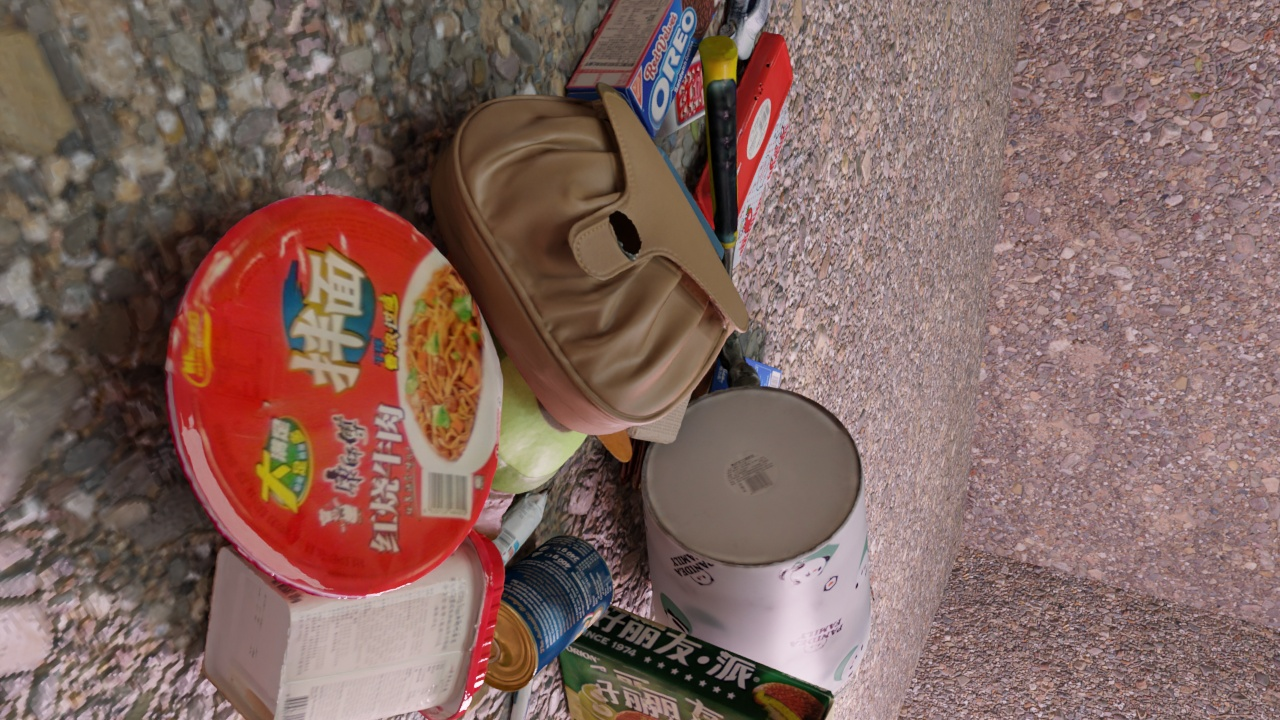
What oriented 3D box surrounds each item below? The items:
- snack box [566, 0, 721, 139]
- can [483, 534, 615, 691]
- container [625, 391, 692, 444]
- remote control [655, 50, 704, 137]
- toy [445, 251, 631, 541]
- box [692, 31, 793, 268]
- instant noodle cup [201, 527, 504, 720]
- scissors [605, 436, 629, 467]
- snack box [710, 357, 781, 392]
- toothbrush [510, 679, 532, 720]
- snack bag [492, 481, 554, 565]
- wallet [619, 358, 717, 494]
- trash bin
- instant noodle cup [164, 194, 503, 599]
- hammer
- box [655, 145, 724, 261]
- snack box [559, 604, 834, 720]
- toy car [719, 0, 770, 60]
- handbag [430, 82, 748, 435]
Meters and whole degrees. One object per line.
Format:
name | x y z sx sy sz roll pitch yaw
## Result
snack box | 0.014 -0.264 0.710 0.207 0.058 0.057 -66 147 -22
can | -0.078 0.187 0.696 0.110 0.075 0.075 -28 124 -56
container | -0.004 0.004 0.751 0.089 0.090 0.111 20 86 -63
remote control | 0.044 -0.241 0.814 0.135 0.020 0.056 -43 137 -48
toy | -0.068 0.009 0.620 0.246 0.090 0.227 -55 138 -20
box | 0.113 -0.210 0.938 0.200 0.038 0.158 -68 154 -17
instant noodle cup | -0.156 0.138 0.497 0.124 0.116 0.117 0 107 -51
scissors | 0.004 0.017 0.835 0.179 0.019 0.139 -59 158 -20
snack box | 0.121 0.042 1.066 0.157 0.026 0.084 16 87 -62
toothbrush | -0.109 0.345 0.762 0.016 0.018 0.191 12 90 -62
snack bag | -0.099 0.129 0.682 0.105 0.026 0.045 -48 173 -49
wallet | 0.027 0.056 0.862 0.124 0.032 0.101 -37 147 -53
trash bin | 0.106 0.171 0.846 0.228 0.230 0.252 -58 151 -34
instant noodle cup | -0.154 0.020 0.455 0.193 0.066 0.193 23 62 -51
hammer | 0.072 -0.123 0.806 0.126 0.032 0.324 -108 -172 -48
box | 0.001 -0.100 0.719 0.184 0.090 0.059 44 62 -62
snack box | 0.045 0.302 0.795 0.063 0.240 0.115 -42 137 -45
toy car | 0.102 -0.332 0.875 0.043 0.034 0.090 14 89 -66
handbag | -0.025 -0.064 0.541 0.147 0.100 0.204 -34 96 -30
